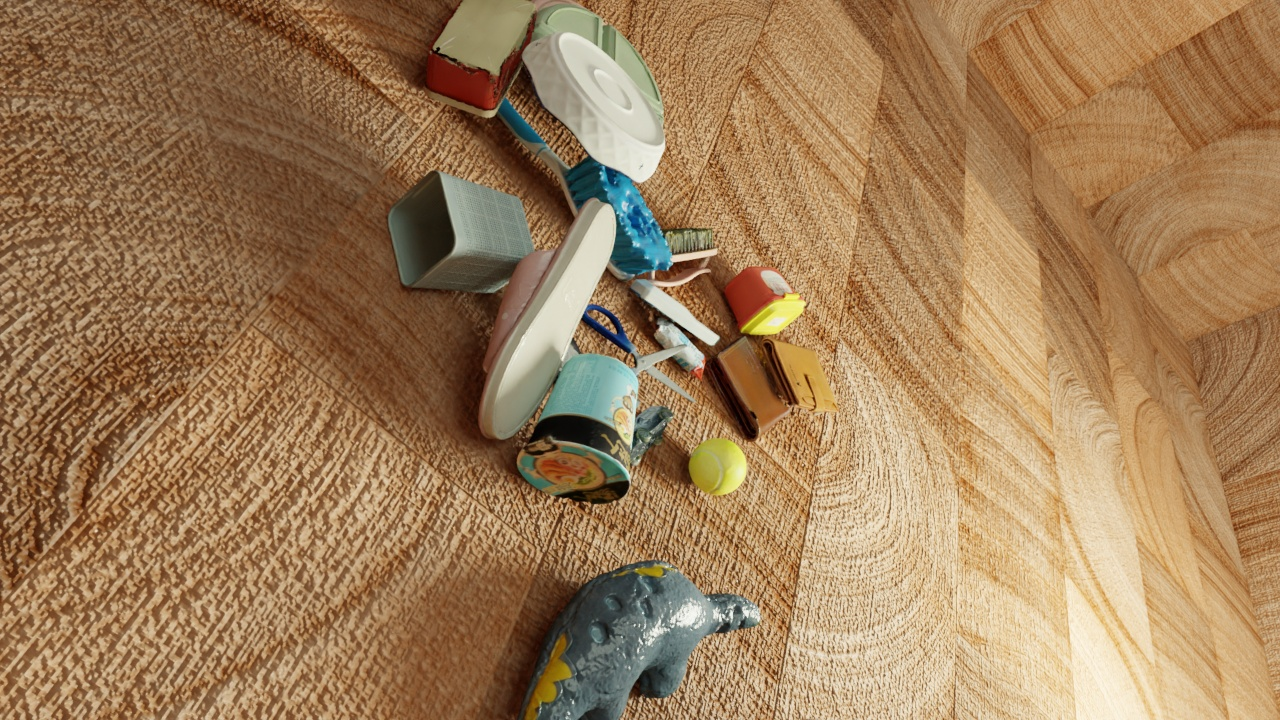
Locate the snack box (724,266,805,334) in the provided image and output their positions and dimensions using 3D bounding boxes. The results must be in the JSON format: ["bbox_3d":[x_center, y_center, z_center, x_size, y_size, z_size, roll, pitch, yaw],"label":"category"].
[{"bbox_3d":[0.169,-0.085,1.261,0.091,0.082,0.080,-3,59,-49],"label":"snack box"}]

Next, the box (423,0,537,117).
[{"bbox_3d":[-0.176,-0.361,1.042,0.091,0.077,0.167,19,48,-4],"label":"box"}]

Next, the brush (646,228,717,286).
[{"bbox_3d":[0.049,-0.135,1.183,0.145,0.063,0.073,-16,107,-53],"label":"brush"}]

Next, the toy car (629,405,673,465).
[{"bbox_3d":[0.005,0.079,1.006,0.034,0.043,0.090,34,34,12],"label":"toy car"}]

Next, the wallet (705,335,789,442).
[{"bbox_3d":[0.140,0.034,1.191,0.124,0.032,0.101,60,35,-2],"label":"wallet"}]

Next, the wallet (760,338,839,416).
[{"bbox_3d":[0.222,0.024,1.270,0.131,0.031,0.107,11,52,-52],"label":"wallet"}]

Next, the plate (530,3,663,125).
[{"bbox_3d":[-0.052,-0.370,1.200,0.230,0.028,0.229,25,50,-34],"label":"plate"}]

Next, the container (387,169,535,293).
[{"bbox_3d":[-0.173,-0.122,0.907,0.111,0.090,0.090,4,64,-49],"label":"container"}]

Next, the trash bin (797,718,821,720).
[{"bbox_3d":[0.222,0.446,0.887,0.192,0.228,0.226,24,49,-20],"label":"trash bin"}]

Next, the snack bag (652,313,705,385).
[{"bbox_3d":[0.047,-0.016,1.124,0.104,0.026,0.048,44,22,-17],"label":"snack bag"}]

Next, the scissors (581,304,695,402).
[{"bbox_3d":[-0.008,0.002,1.047,0.176,0.012,0.161,44,47,-6],"label":"scissors"}]

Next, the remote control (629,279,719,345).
[{"bbox_3d":[0.043,-0.060,1.133,0.125,0.024,0.049,34,5,-30],"label":"remote control"}]

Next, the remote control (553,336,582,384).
[{"bbox_3d":[-0.093,-0.017,0.975,0.053,0.024,0.136,-23,85,-50],"label":"remote control"}]

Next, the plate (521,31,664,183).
[{"bbox_3d":[-0.046,-0.301,1.068,0.205,0.046,0.204,38,29,-26],"label":"plate"}]

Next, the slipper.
[{"bbox_3d":[-0.098,-0.048,0.902,0.114,0.054,0.273,72,39,-60],"label":"slipper"}]

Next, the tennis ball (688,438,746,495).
[{"bbox_3d":[0.088,0.121,1.048,0.065,0.066,0.065,26,49,-34],"label":"tennis ball"}]

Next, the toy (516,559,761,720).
[{"bbox_3d":[-0.006,0.257,0.842,0.355,0.092,0.138,-13,88,-48],"label":"toy"}]

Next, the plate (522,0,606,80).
[{"bbox_3d":[-0.071,-0.397,1.243,0.229,0.028,0.229,26,50,-34],"label":"plate"}]

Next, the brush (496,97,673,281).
[{"bbox_3d":[-0.083,-0.225,1.079,0.060,0.110,0.314,-45,109,-42],"label":"brush"}]

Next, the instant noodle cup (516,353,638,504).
[{"bbox_3d":[-0.051,0.060,0.891,0.111,0.111,0.120,35,49,-27],"label":"instant noodle cup"}]

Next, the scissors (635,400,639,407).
[{"bbox_3d":[-0.049,0.063,0.970,0.093,0.017,0.137,37,51,-17],"label":"scissors"}]
